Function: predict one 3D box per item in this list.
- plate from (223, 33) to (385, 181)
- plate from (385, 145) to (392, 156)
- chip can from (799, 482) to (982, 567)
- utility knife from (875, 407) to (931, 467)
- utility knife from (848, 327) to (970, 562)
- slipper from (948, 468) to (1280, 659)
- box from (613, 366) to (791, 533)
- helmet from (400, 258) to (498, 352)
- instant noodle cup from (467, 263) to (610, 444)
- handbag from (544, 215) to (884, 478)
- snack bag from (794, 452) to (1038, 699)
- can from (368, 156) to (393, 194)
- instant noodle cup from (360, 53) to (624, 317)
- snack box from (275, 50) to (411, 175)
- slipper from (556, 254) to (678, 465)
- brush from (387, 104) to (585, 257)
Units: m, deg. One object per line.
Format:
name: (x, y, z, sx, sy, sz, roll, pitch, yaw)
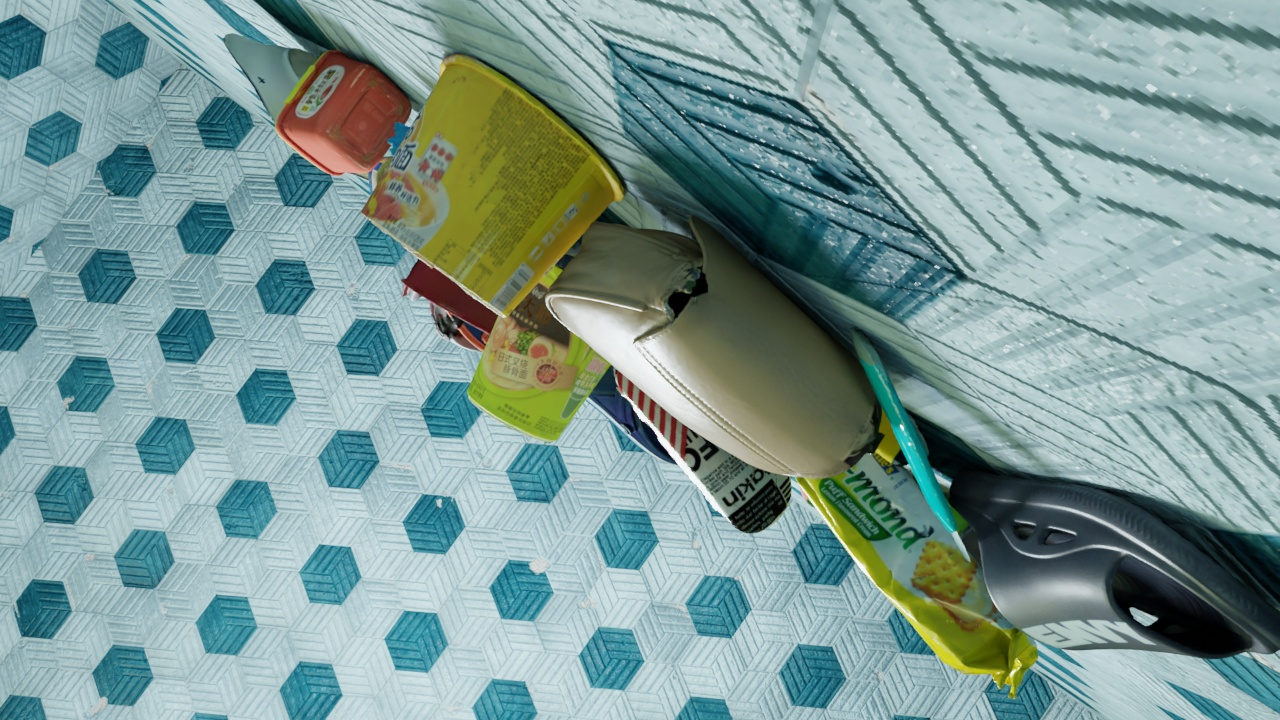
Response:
plate: (-0.298, -0.241, 0.869, 0.163, 0.034, 0.164, 55, -165, 15)
plate: (-0.260, -0.209, 1.141, 0.205, 0.045, 0.205, 35, 175, 3)
chip can: (0.237, 0.141, 0.853, 0.072, 0.072, 0.236, 37, 175, -23)
utility knife: (0.118, 0.010, 0.651, 0.202, 0.033, 0.015, 38, -178, 27)
utility knife: (0.162, 0.055, 0.536, 0.183, 0.013, 0.029, 59, -177, -25)
slipper: (0.251, 0.128, 0.534, 0.110, 0.083, 0.268, 34, 178, -6)
box: (0.041, 0.054, 0.674, 0.162, 0.075, 0.087, 48, 158, 1)
helmet: (-0.127, -0.070, 0.941, 0.207, 0.143, 0.240, 27, 170, 14)
instant noodle cup: (-0.070, -0.007, 0.705, 0.111, 0.123, 0.111, 29, -176, -2)
handbag: (0.049, -0.009, 0.550, 0.204, 0.099, 0.148, 38, 168, -28)
snack bag: (0.193, 0.133, 0.675, 0.246, 0.068, 0.158, 57, -171, 32)
can: (-0.187, -0.155, 0.814, 0.102, 0.057, 0.083, -8, -163, -21)
instant noodle cup: (-0.096, -0.100, 0.567, 0.138, 0.109, 0.138, 36, 177, 2)
snack box: (-0.244, -0.204, 0.770, 0.080, 0.091, 0.082, 22, 168, 43)
slipper: (-0.005, 0.005, 0.813, 0.095, 0.105, 0.253, 10, 142, 56)
brush: (-0.045, -0.091, 0.705, 0.314, 0.060, 0.109, 32, -179, 12)
